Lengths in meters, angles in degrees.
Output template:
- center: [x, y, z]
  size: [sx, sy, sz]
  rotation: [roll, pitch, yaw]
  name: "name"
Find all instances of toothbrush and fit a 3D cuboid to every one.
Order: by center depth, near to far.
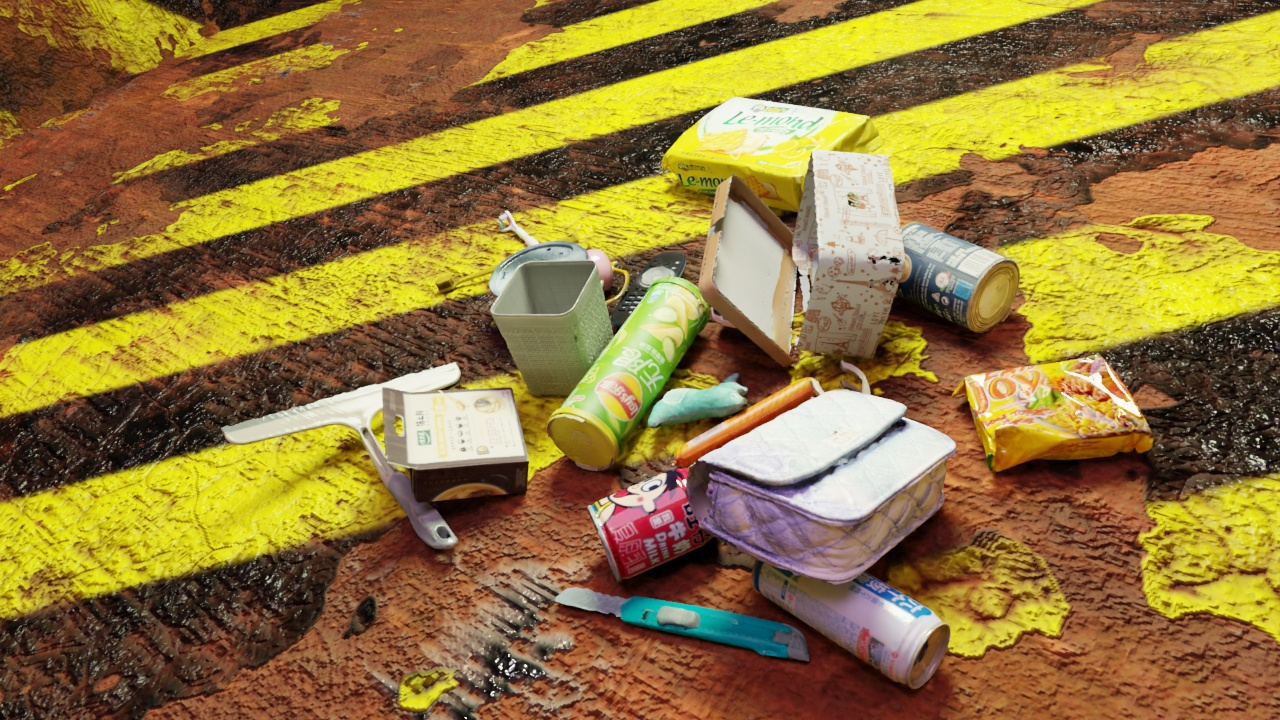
- center: [-0.166, -0.122, 1.131]
  size: [0.190, 0.017, 0.015]
  rotation: [-19, 44, 9]
  name: "toothbrush"
- center: [-0.136, -0.145, 1.165]
  size: [0.021, 0.029, 0.189]
  rotation: [5, 24, -37]
  name: "toothbrush"

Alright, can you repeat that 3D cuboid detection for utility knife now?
- center: [0.027, 0.195, 0.693]
  size: [0.208, 0.013, 0.029]
  rotation: [4, 42, 24]
  name: "utility knife"

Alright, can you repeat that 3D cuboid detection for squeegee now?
- center: [-0.234, 0.109, 0.876]
  size: [0.245, 0.039, 0.246]
  rotation: [-18, 41, -32]
  name: "squeegee"

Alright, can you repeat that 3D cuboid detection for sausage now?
- center: [0.097, 0.056, 0.831]
  size: [0.165, 0.021, 0.021]
  rotation: [-27, 39, -13]
  name: "sausage"

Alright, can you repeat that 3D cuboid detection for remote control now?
- center: [0.012, -0.074, 1.019]
  size: [0.053, 0.024, 0.136]
  rotation: [5, 43, 29]
  name: "remote control"

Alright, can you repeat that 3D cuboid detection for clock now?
- center: [-0.090, -0.082, 1.039]
  size: [0.159, 0.060, 0.117]
  rotation: [-5, 39, 17]
  name: "clock"

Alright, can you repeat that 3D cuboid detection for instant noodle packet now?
- center: [0.330, 0.040, 0.748]
  size: [0.128, 0.044, 0.110]
  rotation: [-10, 34, 9]
  name: "instant noodle packet"

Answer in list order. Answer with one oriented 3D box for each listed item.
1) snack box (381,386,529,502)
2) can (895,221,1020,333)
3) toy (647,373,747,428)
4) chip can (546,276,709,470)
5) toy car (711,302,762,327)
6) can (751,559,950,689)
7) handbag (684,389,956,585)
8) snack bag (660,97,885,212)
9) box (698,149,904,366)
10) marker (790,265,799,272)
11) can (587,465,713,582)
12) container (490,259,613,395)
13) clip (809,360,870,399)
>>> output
- center: [-0.174, 0.073, 0.856]
  size: [0.125, 0.053, 0.113]
  rotation: [-3, 36, -15]
  name: "snack box"
- center: [0.296, -0.080, 0.881]
  size: [0.075, 0.075, 0.111]
  rotation: [-33, 41, -20]
  name: "can"
- center: [0.060, 0.037, 0.858]
  size: [0.092, 0.030, 0.096]
  rotation: [-7, 20, 24]
  name: "toy"
- center: [-0.005, 0.005, 0.890]
  size: [0.073, 0.073, 0.220]
  rotation: [9, 45, 29]
  name: "chip can"
- center: [0.115, -0.066, 0.964]
  size: [0.056, 0.037, 0.122]
  rotation: [11, 33, 23]
  name: "toy car"
- center: [0.145, 0.172, 0.646]
  size: [0.053, 0.053, 0.135]
  rotation: [-39, 43, -26]
  name: "can"
- center: [0.142, 0.083, 0.687]
  size: [0.134, 0.076, 0.193]
  rotation: [19, 25, 36]
  name: "handbag"
- center: [0.158, -0.258, 1.154]
  size: [0.247, 0.068, 0.157]
  rotation: [22, 53, 39]
  name: "snack bag"
- center: [0.144, -0.105, 0.896]
  size: [0.178, 0.153, 0.182]
  rotation: [7, 46, 1]
  name: "box"
- center: [0.148, -0.108, 1.019]
  size: [0.124, 0.015, 0.018]
  rotation: [10, 47, 26]
  name: "marker"
- center: [0.012, 0.129, 0.737]
  size: [0.093, 0.066, 0.066]
  rotation: [-22, 38, -7]
  name: "can"
- center: [-0.081, -0.029, 0.925]
  size: [0.090, 0.114, 0.090]
  rotation: [2, 41, 22]
  name: "container"
- center: [0.180, 0.050, 0.802]
  size: [0.083, 0.035, 0.104]
  rotation: [-15, 46, -3]
  name: "clip"
